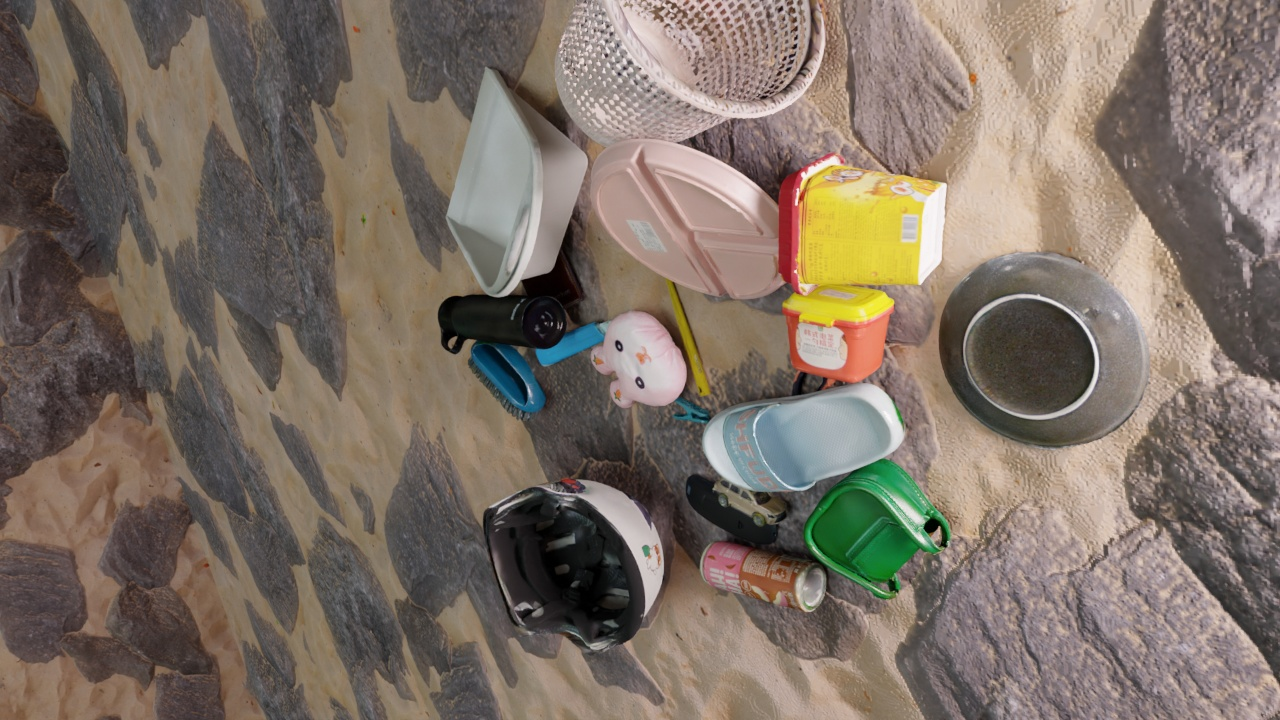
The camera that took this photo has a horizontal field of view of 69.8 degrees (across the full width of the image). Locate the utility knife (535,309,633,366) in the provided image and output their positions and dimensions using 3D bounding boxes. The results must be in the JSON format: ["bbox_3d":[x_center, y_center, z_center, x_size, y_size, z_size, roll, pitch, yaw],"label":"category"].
[{"bbox_3d":[-0.069,-0.030,1.183,0.217,0.018,0.034,-19,106,47],"label":"utility knife"}]

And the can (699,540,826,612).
[{"bbox_3d":[0.142,0.251,1.075,0.147,0.057,0.058,3,110,45],"label":"can"}]

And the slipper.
[{"bbox_3d":[0.157,0.088,0.949,0.246,0.074,0.104,-21,96,47],"label":"slipper"}]

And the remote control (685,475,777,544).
[{"bbox_3d":[0.103,0.182,1.106,0.136,0.024,0.053,24,123,36],"label":"remote control"}]

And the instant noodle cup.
[{"bbox_3d":[0.198,-0.118,0.815,0.124,0.115,0.116,10,116,29],"label":"instant noodle cup"}]

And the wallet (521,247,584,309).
[{"bbox_3d":[-0.127,-0.121,1.200,0.097,0.020,0.122,-20,96,48],"label":"wallet"}]

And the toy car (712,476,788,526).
[{"bbox_3d":[0.128,0.159,1.057,0.090,0.042,0.035,28,125,33],"label":"toy car"}]

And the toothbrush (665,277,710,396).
[{"bbox_3d":[0.044,-0.048,1.063,0.016,0.016,0.190,-10,101,48],"label":"toothbrush"}]

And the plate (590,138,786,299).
[{"bbox_3d":[0.048,-0.131,0.913,0.229,0.028,0.230,25,160,9],"label":"plate"}]

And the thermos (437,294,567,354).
[{"bbox_3d":[-0.198,-0.045,1.242,0.243,0.068,0.090,5,72,52],"label":"thermos"}]

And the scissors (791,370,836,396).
[{"bbox_3d":[0.167,0.061,0.994,0.203,0.015,0.204,17,121,39],"label":"scissors"}]

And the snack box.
[{"bbox_3d":[0.187,-0.026,0.880,0.091,0.081,0.080,15,117,38],"label":"snack box"}]

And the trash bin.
[{"bbox_3d":[0.023,-0.294,0.844,0.193,0.226,0.227,-22,93,61],"label":"trash bin"}]

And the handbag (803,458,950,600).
[{"bbox_3d":[0.239,0.173,0.933,0.120,0.067,0.132,44,134,20],"label":"handbag"}]

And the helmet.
[{"bbox_3d":[-0.071,0.254,1.219,0.275,0.156,0.230,-10,99,36],"label":"helmet"}]

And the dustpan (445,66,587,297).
[{"bbox_3d":[-0.176,-0.202,1.103,0.258,0.142,0.223,36,121,24],"label":"dustpan"}]

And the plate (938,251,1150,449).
[{"bbox_3d":[0.336,-0.004,0.787,0.180,0.024,0.180,21,122,38],"label":"plate"}]

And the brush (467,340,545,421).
[{"bbox_3d":[-0.187,0.017,1.296,0.144,0.055,0.074,45,135,21],"label":"brush"}]

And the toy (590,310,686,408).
[{"bbox_3d":[-0.007,0.006,1.117,0.121,0.054,0.160,59,145,2],"label":"toy"}]

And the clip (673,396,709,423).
[{"bbox_3d":[0.060,0.063,1.102,0.055,0.013,0.038,19,122,40],"label":"clip"}]
